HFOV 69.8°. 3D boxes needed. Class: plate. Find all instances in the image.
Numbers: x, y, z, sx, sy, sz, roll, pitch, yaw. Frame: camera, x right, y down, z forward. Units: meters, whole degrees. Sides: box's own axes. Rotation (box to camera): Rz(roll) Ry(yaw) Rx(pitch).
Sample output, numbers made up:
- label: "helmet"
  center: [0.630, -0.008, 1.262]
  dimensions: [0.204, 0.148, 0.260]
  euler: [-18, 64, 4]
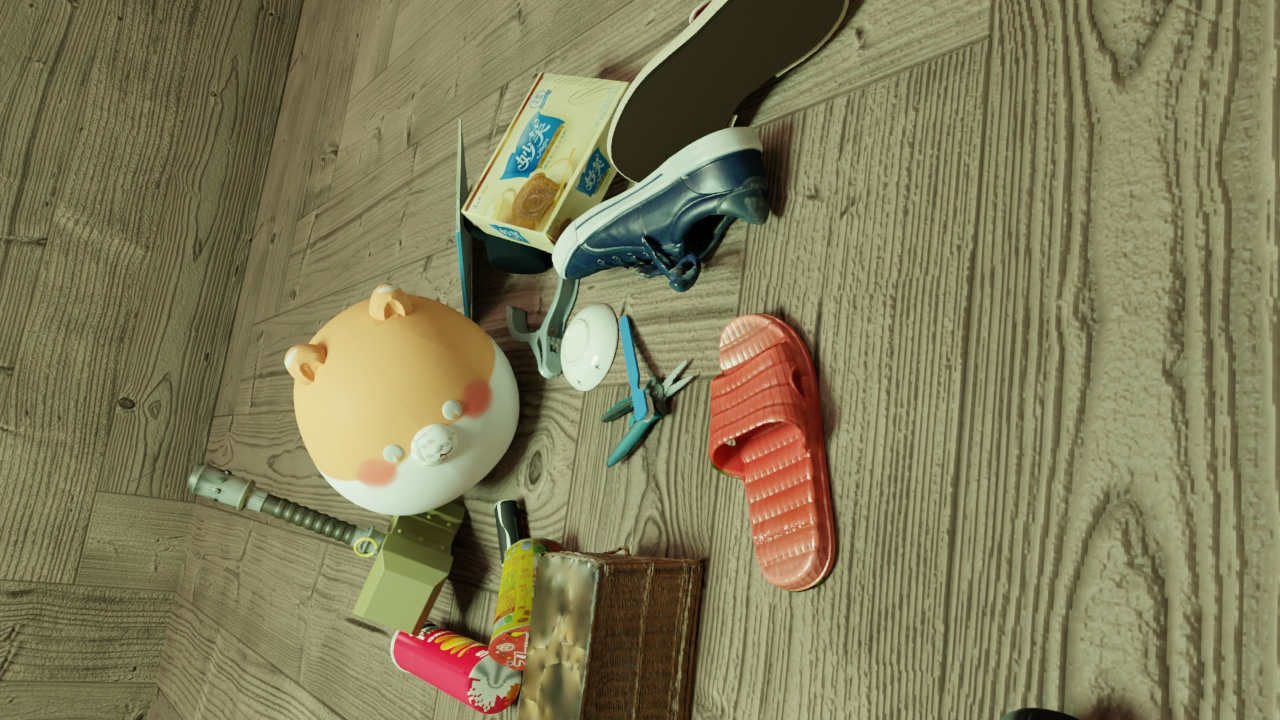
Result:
- label: "plate"
  center: [-0.066, -0.018, 1.055]
  dimensions: [0.105, 0.026, 0.104]
  euler: [-24, 59, 49]

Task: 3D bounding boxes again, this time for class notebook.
- label: "notebook"
  center: [-0.243, -0.178, 1.268]
  dimensions: [0.254, 0.009, 0.180]
  euler: [104, 164, -62]

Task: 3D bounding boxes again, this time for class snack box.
- label: "snack box"
  center: [-0.101, -0.235, 1.080]
  dimensions: [0.153, 0.055, 0.207]
  euler: [20, 78, 38]

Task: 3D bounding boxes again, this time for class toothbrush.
- label: "toothbrush"
  center: [-0.006, 0.006, 0.955]
  dimensions: [0.016, 0.014, 0.166]
  euler: [-47, 30, 25]

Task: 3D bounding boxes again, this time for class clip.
- label: "clip"
  center: [-0.110, -0.075, 1.137]
  dimensions: [0.165, 0.031, 0.168]
  euler: [-63, 37, 20]

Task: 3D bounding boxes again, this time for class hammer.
- label: "hammer"
  center: [-0.399, 0.204, 1.148]
  dimensions: [0.101, 0.324, 0.190]
  euler: [-62, 12, 18]

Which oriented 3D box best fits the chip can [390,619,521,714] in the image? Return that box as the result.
- label: "chip can"
  center: [-0.225, 0.362, 1.100]
  dimensions: [0.221, 0.069, 0.069]
  euler: [-6, 73, 53]

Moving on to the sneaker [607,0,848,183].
- label: "sneaker"
  center: [0.073, -0.300, 0.902]
  dimensions: [0.295, 0.111, 0.116]
  euler: [-43, 26, 35]

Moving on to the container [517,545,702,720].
- label: "container"
  center: [-0.029, 0.267, 0.822]
  dimensions: [0.114, 0.112, 0.198]
  euler: [-9, 71, 53]

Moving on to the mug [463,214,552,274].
- label: "mug"
  center: [-0.168, -0.169, 1.169]
  dimensions: [0.085, 0.121, 0.094]
  euler: [-17, 66, 56]

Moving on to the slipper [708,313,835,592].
- label: "slipper"
  center: [0.100, 0.066, 0.762]
  dimensions: [0.104, 0.059, 0.248]
  euler: [-37, 51, 42]

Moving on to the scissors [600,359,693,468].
- label: "scissors"
  center: [0.000, 0.053, 0.942]
  dimensions: [0.119, 0.019, 0.151]
  euler: [34, 101, 57]

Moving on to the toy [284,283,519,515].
- label: "toy"
  center: [-0.288, 0.047, 1.118]
  dimensions: [0.262, 0.281, 0.266]
  euler: [-38, 41, -10]

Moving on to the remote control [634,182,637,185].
- label: "remote control"
  center: [0.005, -0.203, 1.017]
  dimensions: [0.147, 0.008, 0.045]
  euler: [-54, 4, 28]

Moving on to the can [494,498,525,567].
- label: "can"
  center: [-0.154, 0.206, 1.089]
  dimensions: [0.032, 0.031, 0.080]
  euler: [-46, 44, 35]

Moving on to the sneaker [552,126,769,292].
- label: "sneaker"
  center: [0.017, -0.115, 0.927]
  dimensions: [0.295, 0.120, 0.127]
  euler: [-22, 83, 47]

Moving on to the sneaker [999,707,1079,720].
- label: "sneaker"
  center: [0.231, 0.325, 0.467]
  dimensions: [0.161, 0.093, 0.256]
  euler: [-61, 37, 34]

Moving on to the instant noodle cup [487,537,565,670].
- label: "instant noodle cup"
  center: [-0.108, 0.251, 0.963]
  dimensions: [0.101, 0.100, 0.112]
  euler: [-45, 35, 36]
